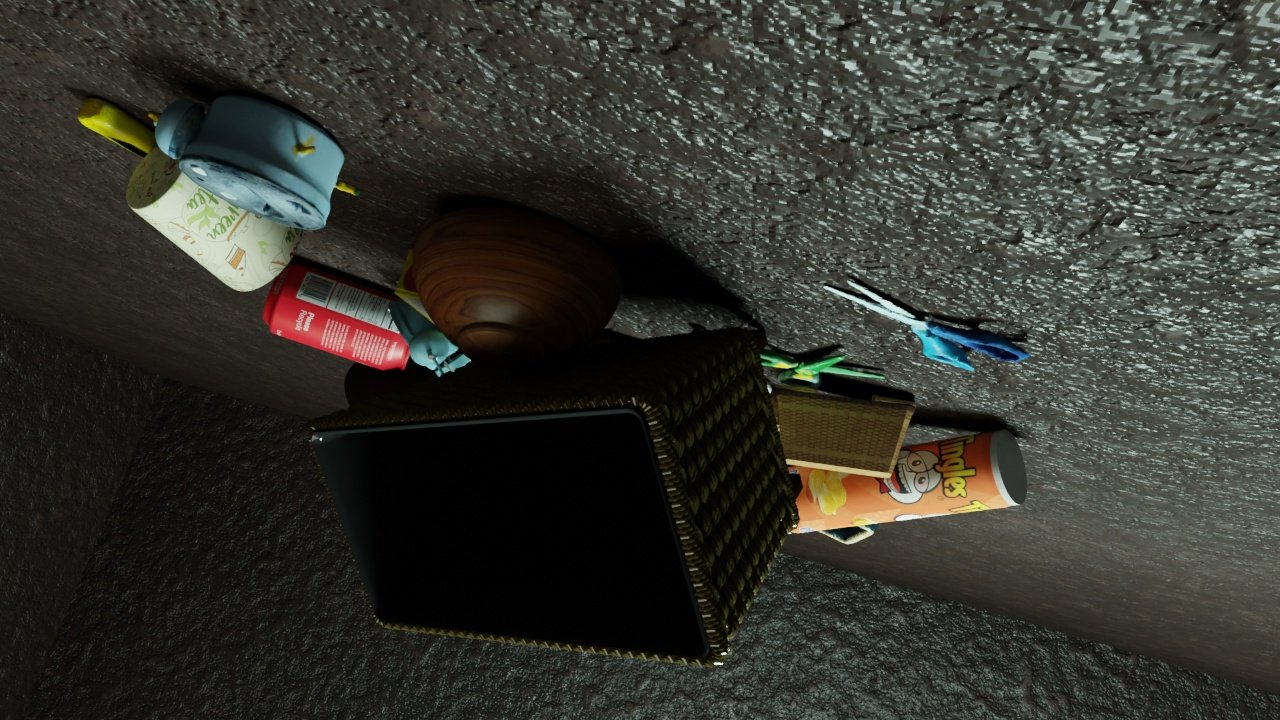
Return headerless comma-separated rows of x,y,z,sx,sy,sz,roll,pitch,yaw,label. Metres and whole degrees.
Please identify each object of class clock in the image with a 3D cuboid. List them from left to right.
-0.243,-0.125,0.569,0.124,0.051,0.089,14,168,14,clock
-0.196,-0.014,0.861,0.123,0.042,0.087,58,-178,21,clock

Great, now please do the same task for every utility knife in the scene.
-0.340,-0.142,0.690,0.029,0.020,0.171,12,167,27,utility knife

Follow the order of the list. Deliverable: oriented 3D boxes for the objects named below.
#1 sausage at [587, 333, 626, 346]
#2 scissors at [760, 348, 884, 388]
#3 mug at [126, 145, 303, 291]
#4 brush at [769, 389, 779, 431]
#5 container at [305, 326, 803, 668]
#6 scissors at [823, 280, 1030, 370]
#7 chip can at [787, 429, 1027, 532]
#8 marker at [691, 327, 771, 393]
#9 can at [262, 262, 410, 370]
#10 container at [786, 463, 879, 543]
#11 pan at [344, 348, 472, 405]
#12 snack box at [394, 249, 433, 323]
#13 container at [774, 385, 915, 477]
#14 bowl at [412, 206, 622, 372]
-0.005,0.005,0.830,0.155,0.040,0.040,17,167,0,sausage
0.135,0.008,0.731,0.129,0.012,0.119,9,167,28,scissors
-0.292,-0.113,0.659,0.122,0.081,0.097,-15,149,22,mug
0.156,0.065,0.864,0.039,0.049,0.117,-25,141,37,brush
-0.049,0.082,0.689,0.322,0.176,0.204,-6,-165,36,container
0.175,-0.025,0.554,0.135,0.015,0.086,28,167,-25,scissors
0.221,0.109,0.805,0.211,0.062,0.062,-17,148,39,chip can
0.079,0.003,0.775,0.014,0.014,0.132,7,164,36,marker
-0.296,-0.042,0.918,0.142,0.074,0.074,20,167,-13,can
0.188,0.133,1.003,0.145,0.071,0.187,25,168,10,container
-0.149,0.079,1.005,0.356,0.043,0.248,32,-159,-2,pan
-0.131,-0.035,0.817,0.092,0.042,0.201,13,167,16,snack box
0.167,0.060,0.766,0.114,0.061,0.063,7,171,14,container
-0.090,-0.034,0.632,0.147,0.068,0.147,7,153,3,bowl
